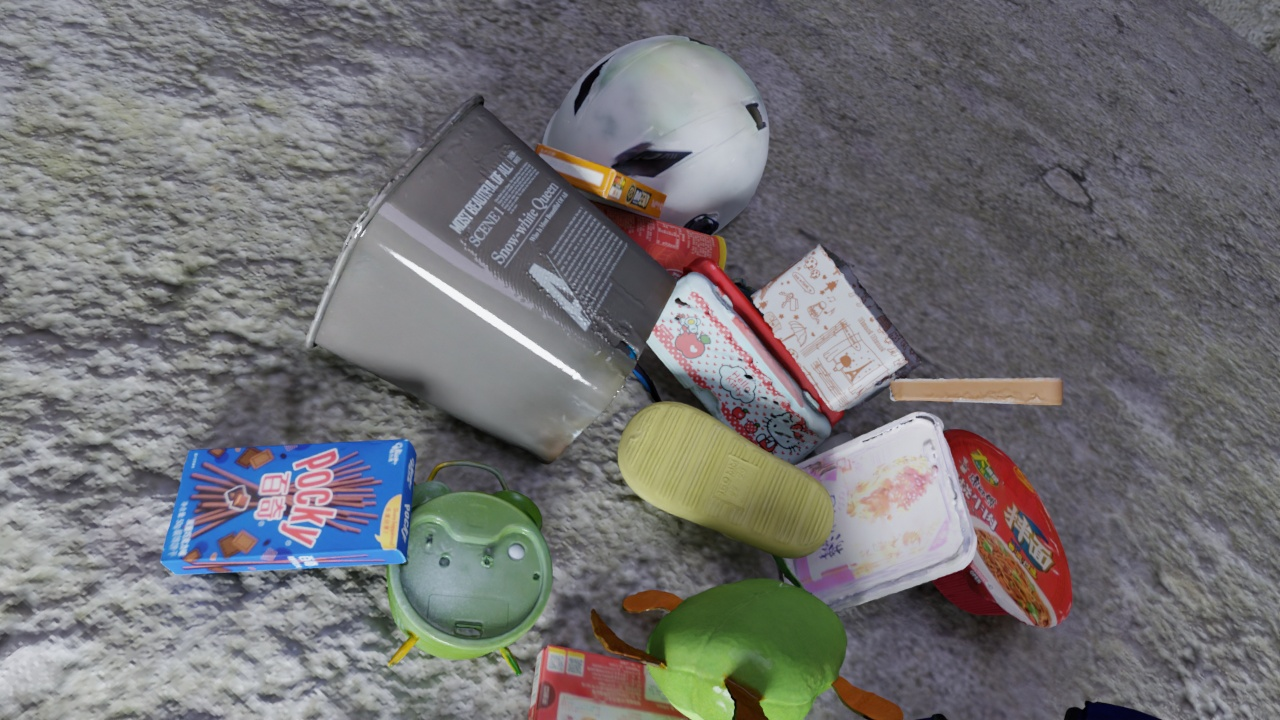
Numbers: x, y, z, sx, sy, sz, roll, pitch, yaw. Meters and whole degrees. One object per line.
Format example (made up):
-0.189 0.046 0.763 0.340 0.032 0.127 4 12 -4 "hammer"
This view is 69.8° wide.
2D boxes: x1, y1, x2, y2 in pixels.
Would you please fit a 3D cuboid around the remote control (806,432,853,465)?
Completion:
0.215 0.132 0.871 0.056 0.019 0.135 -22 69 -36 "remote control"

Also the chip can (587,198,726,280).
-0.026 -0.114 0.892 0.216 0.073 0.073 14 52 -18 "chip can"

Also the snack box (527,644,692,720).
-0.005 0.260 0.667 0.153 0.026 0.075 16 52 -15 "snack box"

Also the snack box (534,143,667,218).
-0.034 -0.158 0.818 0.075 0.026 0.153 23 9 16 "snack box"

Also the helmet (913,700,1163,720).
0.205 0.344 0.566 0.241 0.248 0.314 12 50 27 "helmet"

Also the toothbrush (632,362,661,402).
-0.005 0.005 0.857 0.016 0.014 0.189 -27 71 -39 "toothbrush"

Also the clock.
-0.127 0.144 0.669 0.116 0.056 0.161 11 53 -20 "clock"

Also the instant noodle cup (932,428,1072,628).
0.310 0.161 0.848 0.193 0.066 0.193 26 44 -29 "instant noodle cup"

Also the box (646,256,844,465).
0.087 0.007 0.849 0.101 0.095 0.201 -42 98 1 "box"

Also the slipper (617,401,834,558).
0.068 0.110 0.778 0.190 0.082 0.091 25 64 12 "slipper"

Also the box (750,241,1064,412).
0.235 -0.002 0.824 0.272 0.130 0.179 28 10 20 "box"

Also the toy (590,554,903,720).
0.077 0.210 0.660 0.227 0.090 0.246 20 9 31 "toy"

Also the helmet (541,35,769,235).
0.032 -0.249 0.968 0.258 0.146 0.229 -22 69 -36 "helmet"

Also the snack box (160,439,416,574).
-0.237 0.099 0.628 0.157 0.026 0.084 -3 56 0 "snack box"

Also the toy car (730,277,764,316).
0.123 -0.043 0.941 0.120 0.037 0.054 19 48 -26 "toy car"

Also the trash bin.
-0.111 -0.052 0.735 0.219 0.199 0.198 35 49 -8 "trash bin"

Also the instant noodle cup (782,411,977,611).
0.202 0.137 0.777 0.060 0.174 0.137 26 46 -38 "instant noodle cup"
